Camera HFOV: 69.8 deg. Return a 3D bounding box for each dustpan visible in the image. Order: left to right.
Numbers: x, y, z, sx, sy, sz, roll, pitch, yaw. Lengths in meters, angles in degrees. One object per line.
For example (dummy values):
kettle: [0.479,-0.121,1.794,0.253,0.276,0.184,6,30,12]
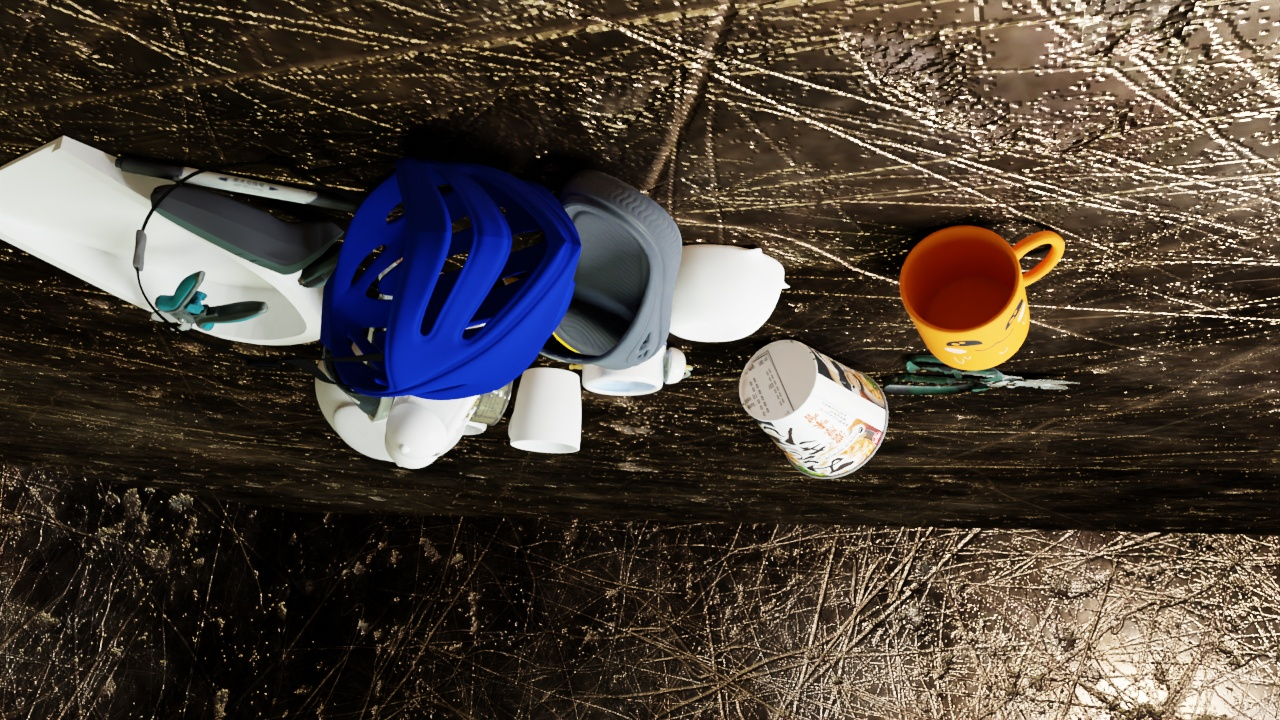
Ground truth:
dustpan: [-0.369,-0.073,0.721,0.192,0.053,0.257,-7,162,34]

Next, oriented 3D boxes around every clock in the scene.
clock: [-0.165,0.024,0.823,0.073,0.160,0.126,32,160,-7]
clock: [-0.006,0.005,0.940,0.125,0.052,0.089,10,163,-33]

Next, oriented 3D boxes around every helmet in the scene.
helmet: [-0.166,-0.055,0.552,0.227,0.147,0.242,10,165,-40]

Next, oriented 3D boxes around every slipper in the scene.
slipper: [-0.242,-0.016,0.803,0.063,0.111,0.264,0,165,-23]
slipper: [-0.036,-0.036,0.665,0.110,0.083,0.269,32,160,3]

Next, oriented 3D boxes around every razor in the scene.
razor: [-0.268,-0.091,0.644,0.047,0.052,0.142,2,165,43]

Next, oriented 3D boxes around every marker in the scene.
marker: [-0.268,-0.118,0.616,0.152,0.011,0.011,8,164,-18]

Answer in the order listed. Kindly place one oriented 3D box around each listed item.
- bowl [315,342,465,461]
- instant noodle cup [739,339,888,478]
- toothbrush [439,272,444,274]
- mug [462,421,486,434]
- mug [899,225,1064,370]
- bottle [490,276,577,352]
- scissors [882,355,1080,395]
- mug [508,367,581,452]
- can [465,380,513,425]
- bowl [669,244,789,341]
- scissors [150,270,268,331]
bowl: [-0.287,0.060,1.018,0.177,0.066,0.177,11,136,11]
instant noodle cup: [0.168,0.042,0.929,0.124,0.123,0.121,-8,152,37]
toothbrush: [-0.181,-0.052,0.827,0.021,0.016,0.135,5,165,-12]
mug: [-0.238,0.046,1.105,0.115,0.068,0.094,15,161,-36]
mug: [0.246,-0.052,0.647,0.113,0.077,0.096,-34,153,14]
bottle: [-0.096,-0.040,0.803,0.043,0.043,0.143,-4,163,25]
scissors: [0.361,0.026,0.993,0.209,0.015,0.137,8,161,-12]
mug: [-0.121,0.062,1.097,0.080,0.087,0.114,17,160,-40]
can: [-0.181,0.017,0.943,0.074,0.089,0.090,12,163,-28]
bowl: [0.055,-0.047,0.727,0.115,0.050,0.115,3,165,1]
scissors: [-0.353,-0.043,0.736,0.126,0.019,0.155,13,157,-1]
